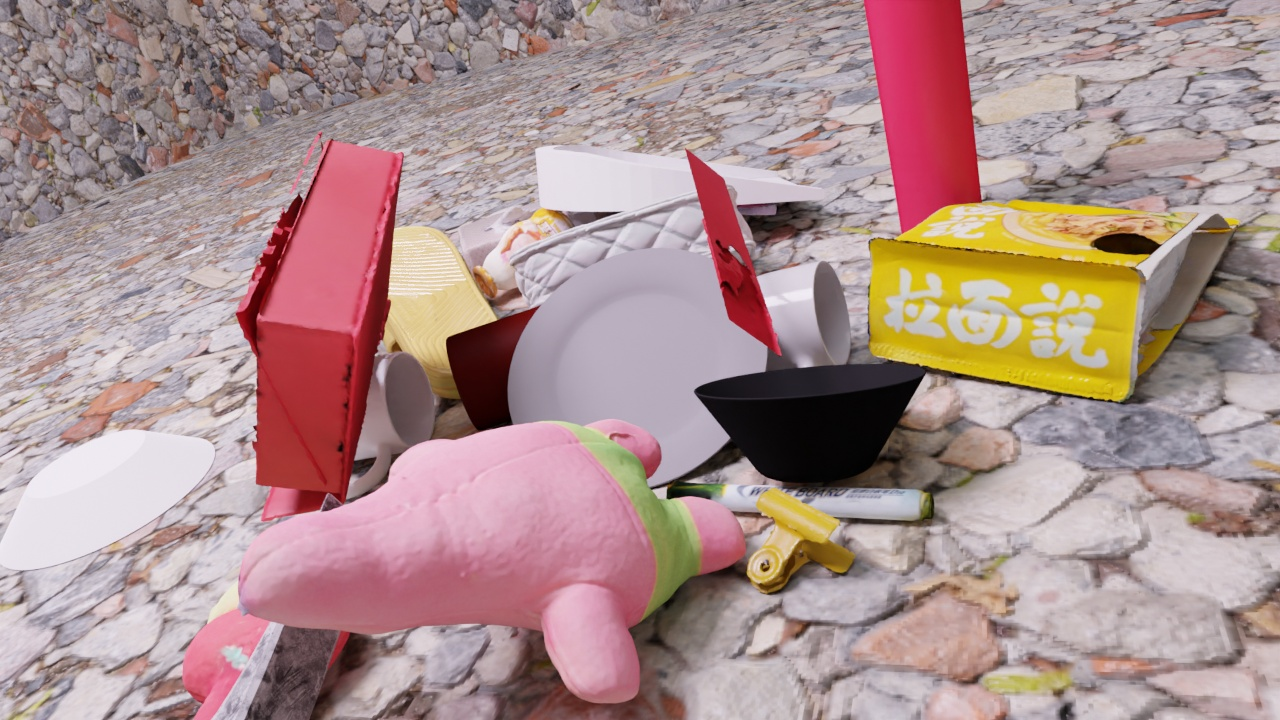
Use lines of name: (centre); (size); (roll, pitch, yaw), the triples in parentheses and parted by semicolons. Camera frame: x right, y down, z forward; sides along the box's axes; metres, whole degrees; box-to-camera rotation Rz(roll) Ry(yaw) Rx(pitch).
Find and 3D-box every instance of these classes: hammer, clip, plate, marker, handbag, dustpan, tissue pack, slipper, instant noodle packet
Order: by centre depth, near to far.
hammer: (-0.280, 0.178, 0.441); (0.301, 0.037, 0.217); (-11, 44, 25)
clip: (0.075, 0.093, 0.457); (0.048, 0.046, 0.054); (6, 10, -37)
marker: (0.081, 0.075, 0.493); (0.147, 0.017, 0.017); (-2, 30, 28)
instant noodle packet: (0.274, -0.069, 0.601); (0.163, 0.084, 0.220); (12, 32, 42)
plate: (-0.004, 0.004, 0.603); (0.179, 0.012, 0.178); (-9, 60, 16)
plate: (-0.443, 0.098, 0.750); (0.174, 0.036, 0.173); (-14, 26, 7)
handbag: (-0.004, -0.074, 0.755); (0.195, 0.072, 0.139); (-17, -5, 2)
slipper: (-0.188, -0.041, 0.828); (0.099, 0.078, 0.263); (-26, 44, -17)
dustpan: (0.028, -0.188, 0.904); (0.257, 0.053, 0.191); (-4, 17, -3)
tissue pack: (-0.110, -0.150, 1.006); (0.181, 0.071, 0.104); (-17, 25, -7)

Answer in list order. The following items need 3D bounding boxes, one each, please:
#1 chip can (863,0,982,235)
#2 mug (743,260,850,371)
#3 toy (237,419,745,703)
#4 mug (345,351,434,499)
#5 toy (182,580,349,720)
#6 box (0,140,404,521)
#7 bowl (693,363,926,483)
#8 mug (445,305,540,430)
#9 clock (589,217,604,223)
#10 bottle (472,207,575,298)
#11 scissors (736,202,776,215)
chip can: (0.220, -0.197, 0.709); (0.069, 0.221, 0.069); (-14, 26, 7)
mug: (0.085, -0.008, 0.614); (0.090, 0.071, 0.107); (-10, 54, 30)
toy: (-0.066, 0.085, 0.432); (0.236, 0.097, 0.192); (-5, 29, -41)
mug: (-0.211, 0.052, 0.673); (0.091, 0.074, 0.110); (-10, 52, 14)
toy: (-0.194, 0.151, 0.479); (0.091, 0.045, 0.135); (-23, 30, -2)
box: (-0.304, 0.005, 0.604); (0.375, 0.148, 0.212); (-18, 39, 11)
bowl: (0.094, 0.036, 0.503); (0.124, 0.052, 0.124); (-6, 5, 0)
mug: (-0.092, 0.004, 0.690); (0.082, 0.073, 0.106); (-19, 2, -3)
clock: (-0.021, -0.106, 0.870); (0.147, 0.056, 0.104); (-24, 26, -9)
bottle: (-0.115, -0.105, 0.919); (0.108, 0.063, 0.063); (-37, 31, -20)
scissors: (0.065, -0.155, 0.910); (0.171, 0.013, 0.175); (6, 17, 30)
